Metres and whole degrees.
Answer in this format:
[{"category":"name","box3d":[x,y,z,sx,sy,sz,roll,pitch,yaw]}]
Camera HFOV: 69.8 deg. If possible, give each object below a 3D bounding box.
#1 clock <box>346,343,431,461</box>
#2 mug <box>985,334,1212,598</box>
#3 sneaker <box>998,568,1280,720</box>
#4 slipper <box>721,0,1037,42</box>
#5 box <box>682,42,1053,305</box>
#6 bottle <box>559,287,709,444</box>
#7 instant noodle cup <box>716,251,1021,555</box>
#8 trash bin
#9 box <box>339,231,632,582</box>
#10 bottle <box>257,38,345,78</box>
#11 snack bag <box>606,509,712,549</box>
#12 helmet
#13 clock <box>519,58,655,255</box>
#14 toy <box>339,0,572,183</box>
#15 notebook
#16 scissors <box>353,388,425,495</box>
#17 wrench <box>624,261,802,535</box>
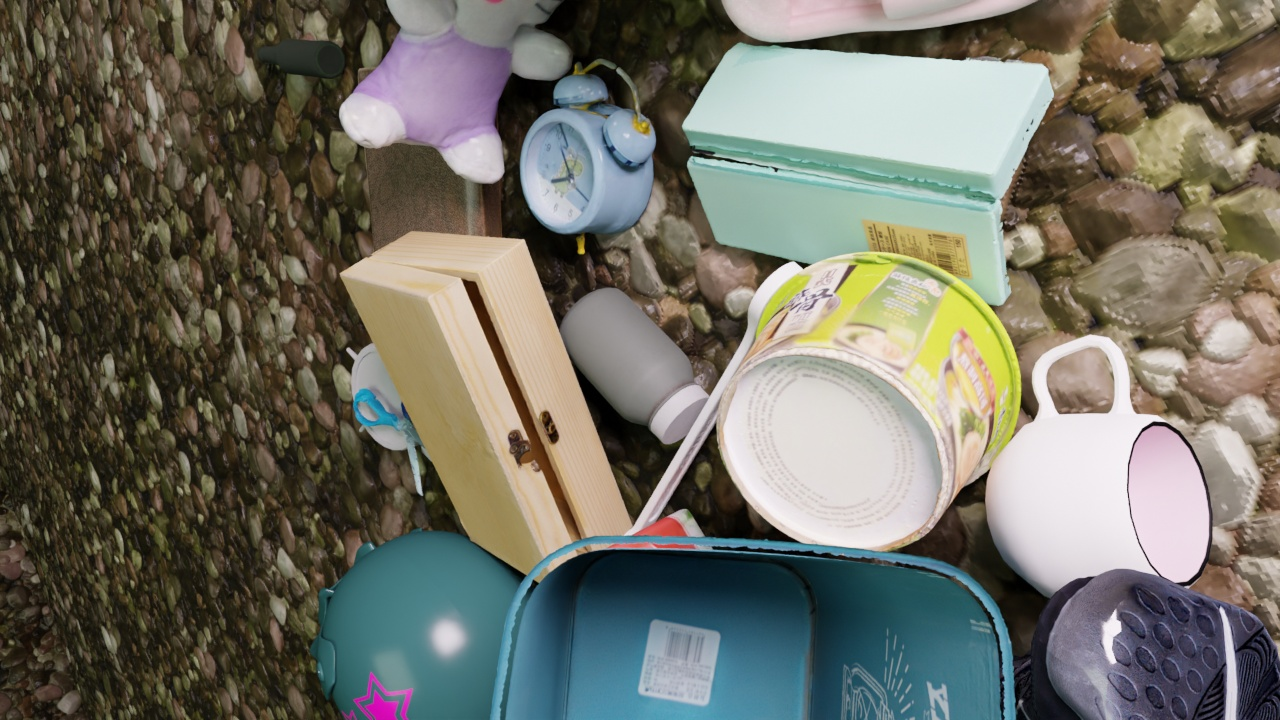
[{"category":"clock","box3d":[-0.188,0.028,0.802,0.159,0.060,0.120,4,105,37]},{"category":"mug","box3d":[0.205,0.051,0.425,0.076,0.090,0.123,-17,72,54]},{"category":"sneaker","box3d":[0.195,0.163,0.424,0.151,0.097,0.253,20,146,51]},{"category":"slipper","box3d":[0.125,-0.212,0.444,0.222,0.055,0.107,-1,103,44]},{"category":"box","box3d":[0.118,-0.106,0.498,0.187,0.078,0.113,18,142,40]},{"category":"bottle","box3d":[-0.004,0.004,0.619,0.108,0.060,0.060,47,128,24]},{"category":"instant noodle cup","box3d":[0.111,0.025,0.471,0.146,0.097,0.146,16,123,27]},{"category":"trash bin","box3d":[0.035,0.178,0.443,0.219,0.199,0.196,114,160,-83]},{"category":"box","box3d":[-0.109,0.038,0.651,0.128,0.091,0.249,9,128,38]},{"category":"bottle","box3d":[-0.320,-0.281,0.851,0.123,0.032,0.033,19,114,39]},{"category":"snack bag","box3d":[0.010,0.152,0.611,0.036,0.115,0.077,-42,74,37]},{"category":"helmet","box3d":[-0.184,0.243,0.779,0.200,0.176,0.276,55,145,4]},{"category":"clock","box3d":[-0.033,-0.138,0.613,0.089,0.051,0.125,46,128,26]},{"category":"toy","box3d":[-0.109,-0.228,0.599,0.210,0.137,0.085,-64,33,19]},{"category":"notebook","box3d":[-0.154,-0.134,0.737,0.190,0.034,0.215,12,109,39]},{"category":"scissors","box3d":[-0.195,0.047,0.763,0.127,0.014,0.127,37,123,24]},{"category":"wrench","box3d":[0.040,0.045,0.604,0.009,0.047,0.274,46,130,24]}]
